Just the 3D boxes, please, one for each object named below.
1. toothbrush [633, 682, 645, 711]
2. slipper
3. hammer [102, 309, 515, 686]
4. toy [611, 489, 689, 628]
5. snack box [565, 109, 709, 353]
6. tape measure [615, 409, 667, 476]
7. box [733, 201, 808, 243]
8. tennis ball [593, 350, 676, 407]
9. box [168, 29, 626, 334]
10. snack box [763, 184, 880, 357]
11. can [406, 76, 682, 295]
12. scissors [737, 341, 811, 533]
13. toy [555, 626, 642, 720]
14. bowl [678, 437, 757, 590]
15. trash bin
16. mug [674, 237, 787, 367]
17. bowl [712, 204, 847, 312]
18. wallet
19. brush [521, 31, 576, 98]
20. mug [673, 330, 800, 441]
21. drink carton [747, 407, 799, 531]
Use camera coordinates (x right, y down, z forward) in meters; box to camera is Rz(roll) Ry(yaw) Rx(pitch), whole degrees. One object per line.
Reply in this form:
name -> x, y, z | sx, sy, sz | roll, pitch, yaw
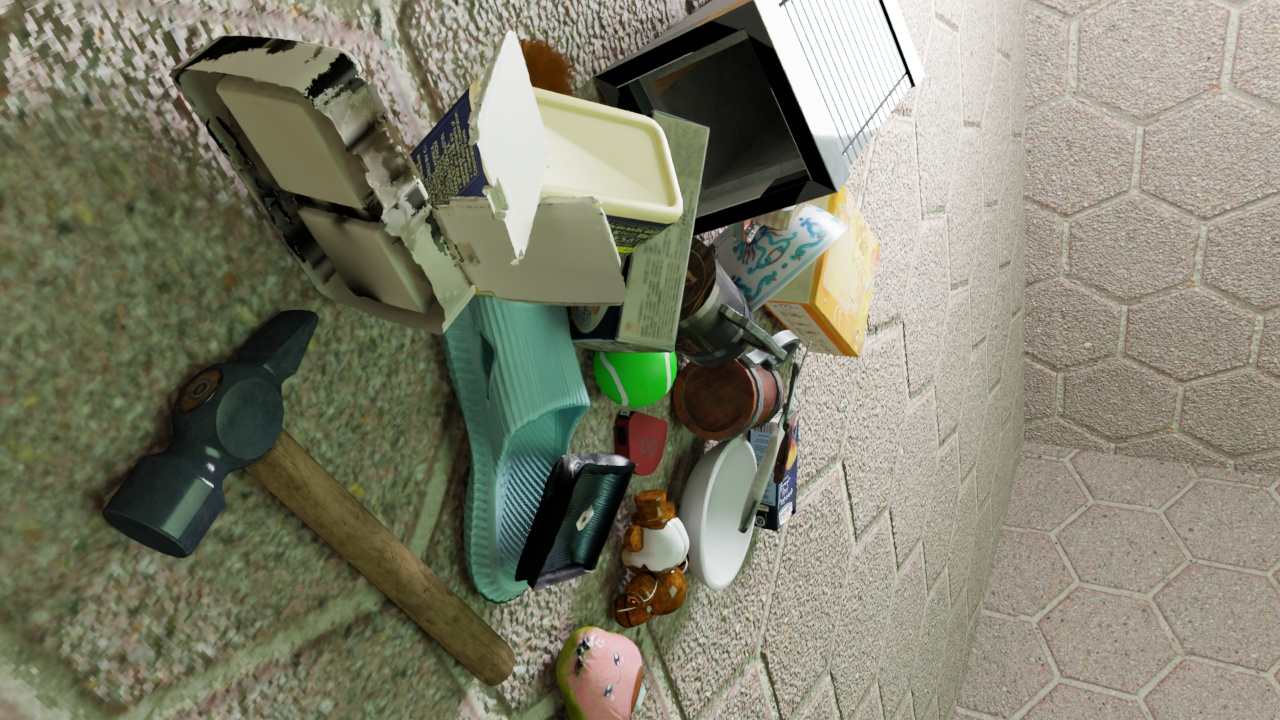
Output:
toothbrush -> -0.035, 0.364, 0.794 | 0.017, 0.016, 0.180 | 76, 35, -48
slipper -> -0.073, 0.033, 0.604 | 0.115, 0.070, 0.276 | -23, 117, -60
hammer -> -0.147, 0.113, 0.526 | 0.129, 0.040, 0.322 | -67, 148, -33
toy -> 0.011, 0.168, 0.791 | 0.087, 0.067, 0.112 | -26, 109, -56
snack box -> -0.009, -0.078, 0.623 | 0.042, 0.145, 0.144 | 10, 87, -20
tape measure -> -0.003, 0.071, 0.782 | 0.059, 0.019, 0.051 | 22, 79, -52
box -> 0.136, -0.159, 0.819 | 0.186, 0.057, 0.067 | -52, 177, -45
tennis ball -> -0.004, 0.004, 0.717 | 0.065, 0.065, 0.065 | -20, 113, -58
box -> -0.098, -0.079, 0.411 | 0.080, 0.180, 0.144 | -56, 148, -28
snack box -> 0.201, -0.102, 1.039 | 0.195, 0.081, 0.145 | 32, 68, -59
can -> -0.060, -0.090, 0.510 | 0.135, 0.105, 0.075 | 1, 69, -41
scissors -> 0.135, 0.085, 0.910 | 0.179, 0.015, 0.199 | -61, 159, -20
toy -> -0.035, 0.257, 0.733 | 0.110, 0.051, 0.089 | 57, 47, -48
bowl -> 0.071, 0.147, 0.901 | 0.149, 0.043, 0.149 | -23, 116, -60
trash bin -> 0.108, -0.232, 0.747 | 0.246, 0.143, 0.142 | -50, 119, -44
mug -> 0.059, -0.040, 0.771 | 0.080, 0.116, 0.107 | -60, 148, -6
bowl -> 0.116, -0.106, 0.874 | 0.074, 0.144, 0.143 | 49, 41, -1
wallet -> -0.043, 0.107, 0.623 | 0.089, 0.026, 0.115 | -68, 161, 1
brush -> -0.060, -0.148, 0.609 | 0.048, 0.017, 0.126 | 17, 69, -60
mug -> 0.101, 0.019, 0.872 | 0.117, 0.081, 0.111 | -51, 160, 17
drink carton -> 0.150, 0.122, 1.040 | 0.064, 0.040, 0.130 | -23, 116, -56
